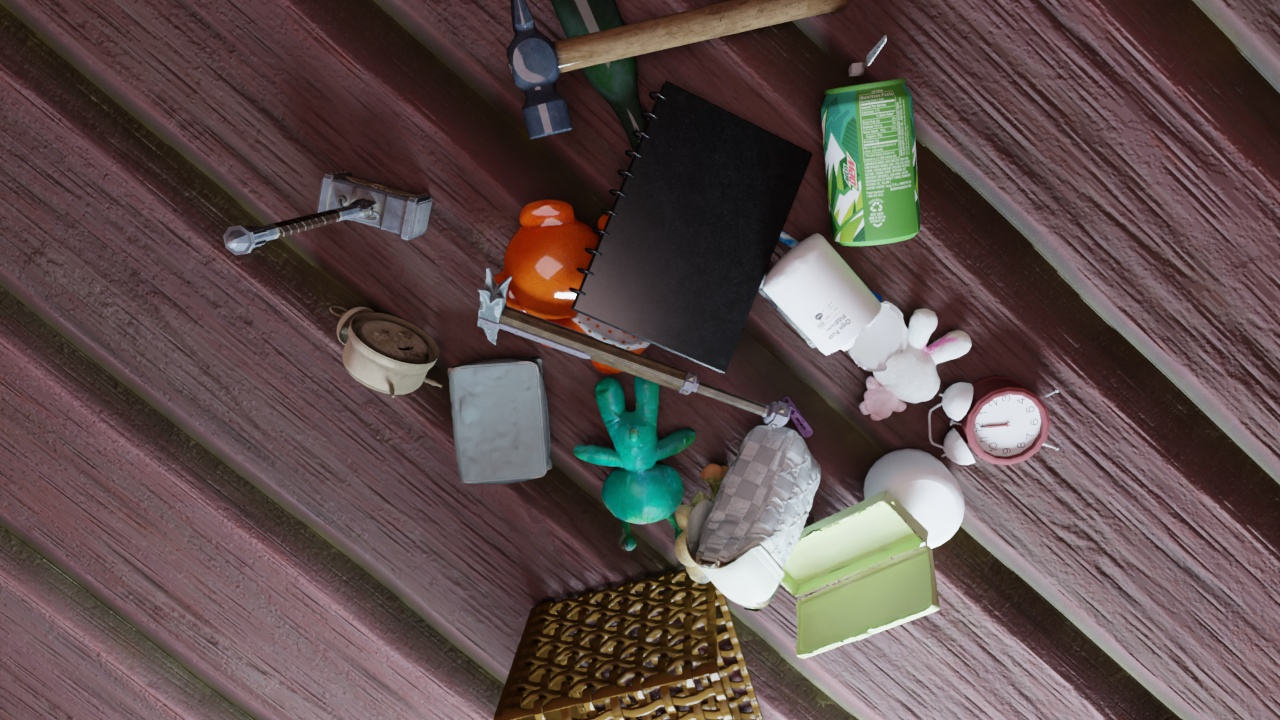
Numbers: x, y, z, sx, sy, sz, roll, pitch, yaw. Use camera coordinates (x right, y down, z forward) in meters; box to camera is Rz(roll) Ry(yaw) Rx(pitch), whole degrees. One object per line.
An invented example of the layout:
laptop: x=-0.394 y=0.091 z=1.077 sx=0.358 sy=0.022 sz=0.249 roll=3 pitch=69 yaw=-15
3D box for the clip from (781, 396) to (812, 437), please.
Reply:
clip: x=0.163 y=0.061 z=0.957 sx=0.014 sy=0.045 sz=0.050 roll=-32 pitch=87 yaw=9

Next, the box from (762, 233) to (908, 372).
box: x=0.196 y=-0.049 z=0.896 sx=0.081 sy=0.091 sz=0.160 roll=-40 pitch=96 yaw=29

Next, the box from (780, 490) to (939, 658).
box: x=0.214 y=0.219 z=0.939 sx=0.189 sy=0.061 sz=0.133 roll=-41 pitch=61 yaw=42

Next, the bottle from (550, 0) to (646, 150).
bottle: x=-0.028 y=-0.278 z=0.869 sx=0.055 sy=0.055 sz=0.174 roll=-22 pitch=105 yaw=9

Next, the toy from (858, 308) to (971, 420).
toy: x=0.271 y=0.009 z=0.932 sx=0.076 sy=0.037 sz=0.126 roll=32 pitch=107 yaw=-9

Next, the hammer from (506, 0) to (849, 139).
hammer: x=0.038 y=-0.302 z=0.830 sx=0.321 sy=0.040 sz=0.129 roll=-16 pitch=104 yaw=-8

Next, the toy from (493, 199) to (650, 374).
toy: x=-0.055 y=-0.079 z=0.910 sx=0.172 sy=0.092 sz=0.164 roll=24 pitch=108 yaw=-15

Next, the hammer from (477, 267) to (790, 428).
hammer: x=-0.005 y=0.005 z=0.886 sx=0.317 sy=0.147 sz=0.028 roll=20 pitch=68 yaw=-4

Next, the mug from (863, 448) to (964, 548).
mug: x=0.273 y=0.149 z=0.953 sx=0.116 sy=0.068 sz=0.094 roll=-32 pitch=101 yaw=11

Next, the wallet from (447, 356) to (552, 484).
wallet: x=-0.147 y=0.061 z=0.968 sx=0.100 sy=0.054 sz=0.132 roll=-4 pitch=103 yaw=-4

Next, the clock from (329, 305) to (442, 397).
clock: x=-0.273 y=-0.014 z=0.945 sx=0.141 sy=0.092 sz=0.055 roll=37 pitch=113 yaw=20

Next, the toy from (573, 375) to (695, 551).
toy: x=-0.002 y=0.107 z=0.957 sx=0.130 sy=0.072 sz=0.193 roll=-10 pitch=105 yaw=-3

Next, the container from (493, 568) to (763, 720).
container: x=0.008 y=0.389 z=0.956 sx=0.214 sy=0.219 sz=0.252 roll=-16 pitch=103 yaw=8

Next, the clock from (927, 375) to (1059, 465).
clock: x=0.358 y=0.063 z=0.936 sx=0.124 sy=0.044 sz=0.087 roll=-6 pitch=104 yaw=4

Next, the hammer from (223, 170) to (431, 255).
hammer: x=-0.273 y=-0.122 z=0.787 sx=0.098 sy=0.321 sz=0.044 roll=15 pitch=105 yaw=0

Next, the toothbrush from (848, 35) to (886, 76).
toothbrush: x=0.194 y=-0.261 z=0.791 sx=0.010 sy=0.181 sz=0.010 roll=-2 pitch=99 yaw=7

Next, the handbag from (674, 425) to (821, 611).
handbag: x=0.107 y=0.150 z=0.934 sx=0.112 sy=0.123 sz=0.171 roll=50 pitch=62 yaw=-43

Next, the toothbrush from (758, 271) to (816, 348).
toothbrush: x=0.118 y=-0.083 z=0.926 sx=0.185 sy=0.022 sz=0.024 roll=43 pitch=85 yaw=-9

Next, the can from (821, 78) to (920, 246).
can: x=0.216 y=-0.185 z=0.860 sx=0.083 sy=0.083 sz=0.144 roll=-7 pitch=104 yaw=5

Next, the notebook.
notebook: x=0.047 y=-0.126 z=0.872 sx=0.169 sy=0.019 sz=0.231 roll=23 pitch=87 yaw=-13

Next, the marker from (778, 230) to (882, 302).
marker: x=0.183 y=-0.098 z=0.923 sx=0.142 sy=0.013 sz=0.013 roll=34 pitch=104 yaw=-5
